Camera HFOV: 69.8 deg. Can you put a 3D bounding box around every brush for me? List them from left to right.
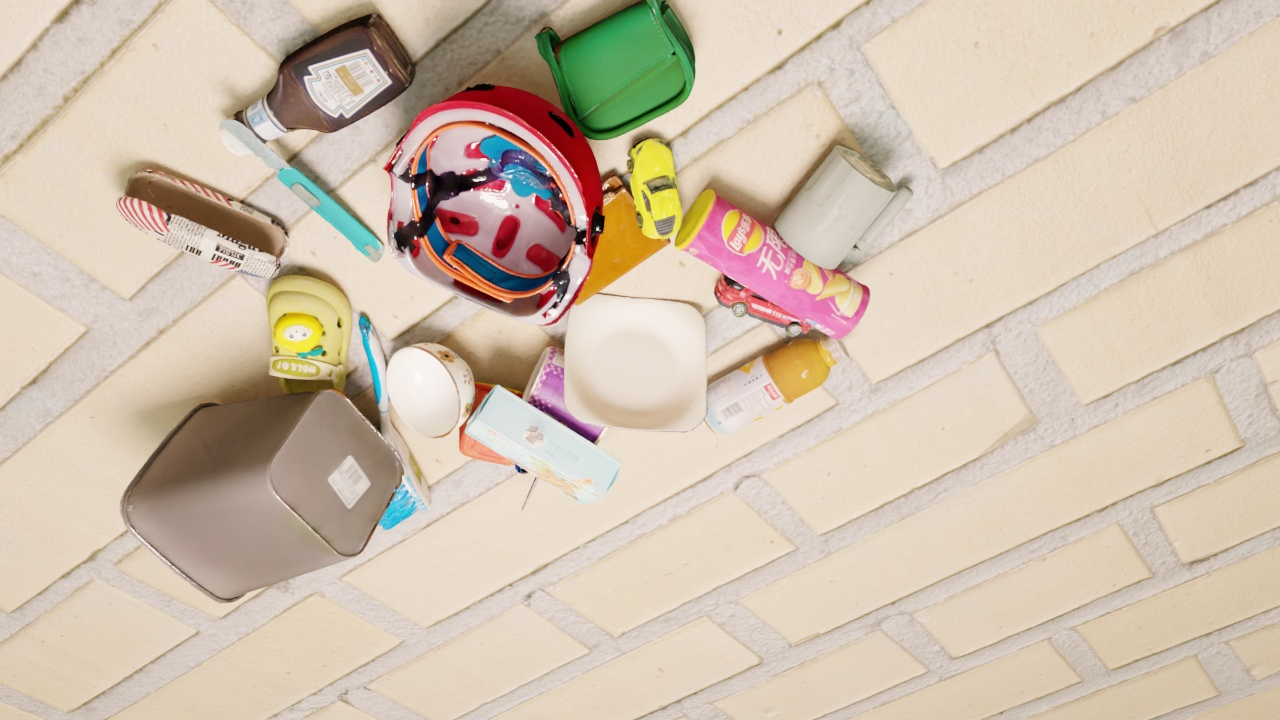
[{"bbox_3d":[-0.329,0.085,1.140,0.109,0.060,0.315,-16,127,1],"label":"brush"}]

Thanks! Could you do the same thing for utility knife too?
[{"bbox_3d":[-0.334,-0.166,0.926,0.029,0.013,0.221,-23,139,18],"label":"utility knife"}]

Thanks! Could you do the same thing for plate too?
[{"bbox_3d":[-0.006,0.006,1.042,0.163,0.164,0.034,5,156,-7],"label":"plate"}]

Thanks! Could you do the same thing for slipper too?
[{"bbox_3d":[-0.376,-0.006,1.040,0.091,0.081,0.191,4,132,-11],"label":"slipper"}]

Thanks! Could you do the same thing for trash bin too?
[{"bbox_3d":[-0.415,0.146,1.049,0.220,0.198,0.199,-14,126,28],"label":"trash bin"}]

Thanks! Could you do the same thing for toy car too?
[{"bbox_3d":[0.017,-0.176,0.944,0.048,0.032,0.105,-21,119,-19],"label":"toy car"},{"bbox_3d":[0.143,-0.067,1.048,0.120,0.052,0.045,20,116,-17],"label":"toy car"}]

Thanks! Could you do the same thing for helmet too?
[{"bbox_3d":[-0.125,-0.167,0.877,0.207,0.143,0.241,22,135,1],"label":"helmet"}]

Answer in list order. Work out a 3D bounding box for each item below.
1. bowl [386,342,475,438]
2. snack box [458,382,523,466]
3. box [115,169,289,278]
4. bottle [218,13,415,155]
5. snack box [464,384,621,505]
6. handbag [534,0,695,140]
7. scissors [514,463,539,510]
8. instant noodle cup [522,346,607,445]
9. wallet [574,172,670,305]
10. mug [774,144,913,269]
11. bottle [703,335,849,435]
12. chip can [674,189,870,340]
[{"bbox_3d":[-0.236,0.029,1.078,0.114,0.062,0.113,12,113,29],"label":"bowl"},{"bbox_3d":[-0.177,0.079,1.125,0.091,0.080,0.082,15,126,-16],"label":"snack box"},{"bbox_3d":[-0.448,-0.125,0.935,0.163,0.081,0.075,24,129,-26],"label":"box"},{"bbox_3d":[-0.311,-0.251,0.866,0.195,0.044,0.080,-23,127,15],"label":"bottle"},{"bbox_3d":[-0.113,0.099,1.054,0.175,0.051,0.074,33,156,-9],"label":"snack box"},{"bbox_3d":[-0.018,-0.279,0.857,0.131,0.067,0.120,-22,120,14],"label":"handbag"},{"bbox_3d":[-0.120,0.124,1.165,0.012,0.175,0.162,34,91,17],"label":"scissors"},{"bbox_3d":[-0.083,0.040,1.089,0.099,0.111,0.112,23,124,-10],"label":"instant noodle cup"},{"bbox_3d":[-0.052,-0.132,0.990,0.131,0.035,0.119,-32,123,16],"label":"wallet"},{"bbox_3d":[0.219,-0.157,0.969,0.123,0.083,0.104,11,128,-36],"label":"mug"},{"bbox_3d":[0.161,0.025,1.116,0.190,0.067,0.068,-30,126,18],"label":"bottle"},{"bbox_3d":[0.143,-0.100,0.986,0.210,0.071,0.072,29,122,-14],"label":"chip can"}]
